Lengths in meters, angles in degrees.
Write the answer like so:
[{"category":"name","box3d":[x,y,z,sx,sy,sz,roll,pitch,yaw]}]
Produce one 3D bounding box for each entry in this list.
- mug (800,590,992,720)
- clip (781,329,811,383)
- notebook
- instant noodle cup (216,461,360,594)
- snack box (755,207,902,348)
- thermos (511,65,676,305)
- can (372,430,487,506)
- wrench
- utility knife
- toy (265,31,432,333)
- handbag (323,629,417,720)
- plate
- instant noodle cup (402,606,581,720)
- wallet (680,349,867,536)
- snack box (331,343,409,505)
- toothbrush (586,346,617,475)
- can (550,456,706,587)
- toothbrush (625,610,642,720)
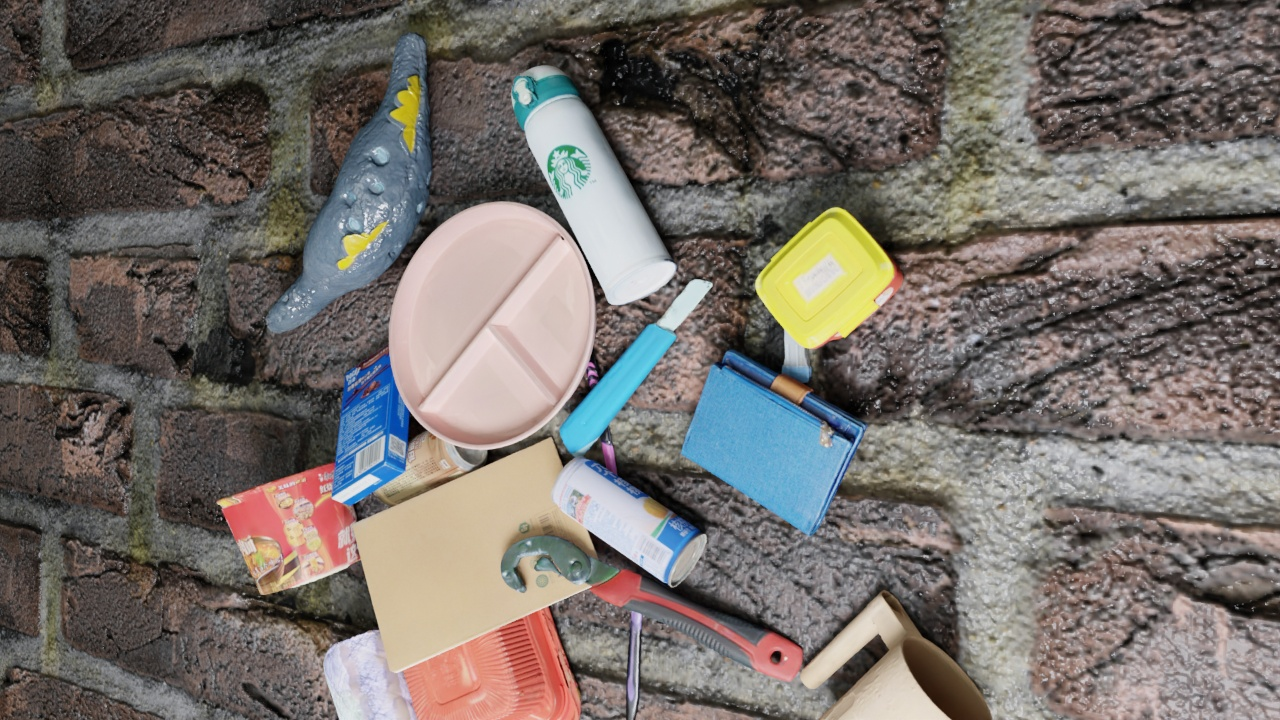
[{"category":"mug","box3d":[0.179,0.252,0.679,0.104,0.084,0.124,-51,42,21]},{"category":"clip","box3d":[0.127,-0.010,0.741,0.025,0.031,0.057,3,99,32]},{"category":"notebook","box3d":[-0.152,0.175,0.840,0.207,0.008,0.147,-24,65,0]},{"category":"instant noodle cup","box3d":[-0.356,0.174,0.961,0.138,0.137,0.108,-20,88,29]},{"category":"snack box","box3d":[0.148,-0.058,0.692,0.091,0.080,0.082,-44,68,22]},{"category":"thermos","box3d":[-0.049,-0.160,0.811,0.073,0.073,0.224,-35,73,25]},{"category":"can","box3d":[-0.211,0.101,0.912,0.116,0.058,0.058,-26,77,27]},{"category":"wrench","box3d":[0.005,0.207,0.782,0.274,0.016,0.056,15,72,18]},{"category":"utility knife","box3d":[-0.005,0.005,0.811,0.034,0.018,0.199,43,104,13]},{"category":"toy","box3d":[-0.286,-0.157,0.942,0.138,0.091,0.357,44,108,36]},{"category":"handbag","box3d":[-0.249,0.365,0.893,0.193,0.075,0.134,66,151,15]},{"category":"plate","box3d":[-0.137,-0.032,0.848,0.230,0.028,0.229,-4,82,27]},{"category":"instant noodle cup","box3d":[-0.157,0.280,0.868,0.165,0.079,0.188,-31,70,22]},{"category":"wallet","box3d":[0.104,0.064,0.740,0.133,0.040,0.106,30,115,26]},{"category":"snack box","box3d":[-0.269,0.060,0.926,0.085,0.026,0.157,-31,46,26]},{"category":"toothbrush","box3d":[-0.042,0.026,0.839,0.014,0.017,0.189,-14,84,27]},{"category":"can","box3d":[-0.012,0.137,0.795,0.134,0.053,0.053,30,104,24]},{"category":"toothbrush","box3d":[-0.006,0.286,0.820,0.014,0.016,0.189,2,88,19]}]
